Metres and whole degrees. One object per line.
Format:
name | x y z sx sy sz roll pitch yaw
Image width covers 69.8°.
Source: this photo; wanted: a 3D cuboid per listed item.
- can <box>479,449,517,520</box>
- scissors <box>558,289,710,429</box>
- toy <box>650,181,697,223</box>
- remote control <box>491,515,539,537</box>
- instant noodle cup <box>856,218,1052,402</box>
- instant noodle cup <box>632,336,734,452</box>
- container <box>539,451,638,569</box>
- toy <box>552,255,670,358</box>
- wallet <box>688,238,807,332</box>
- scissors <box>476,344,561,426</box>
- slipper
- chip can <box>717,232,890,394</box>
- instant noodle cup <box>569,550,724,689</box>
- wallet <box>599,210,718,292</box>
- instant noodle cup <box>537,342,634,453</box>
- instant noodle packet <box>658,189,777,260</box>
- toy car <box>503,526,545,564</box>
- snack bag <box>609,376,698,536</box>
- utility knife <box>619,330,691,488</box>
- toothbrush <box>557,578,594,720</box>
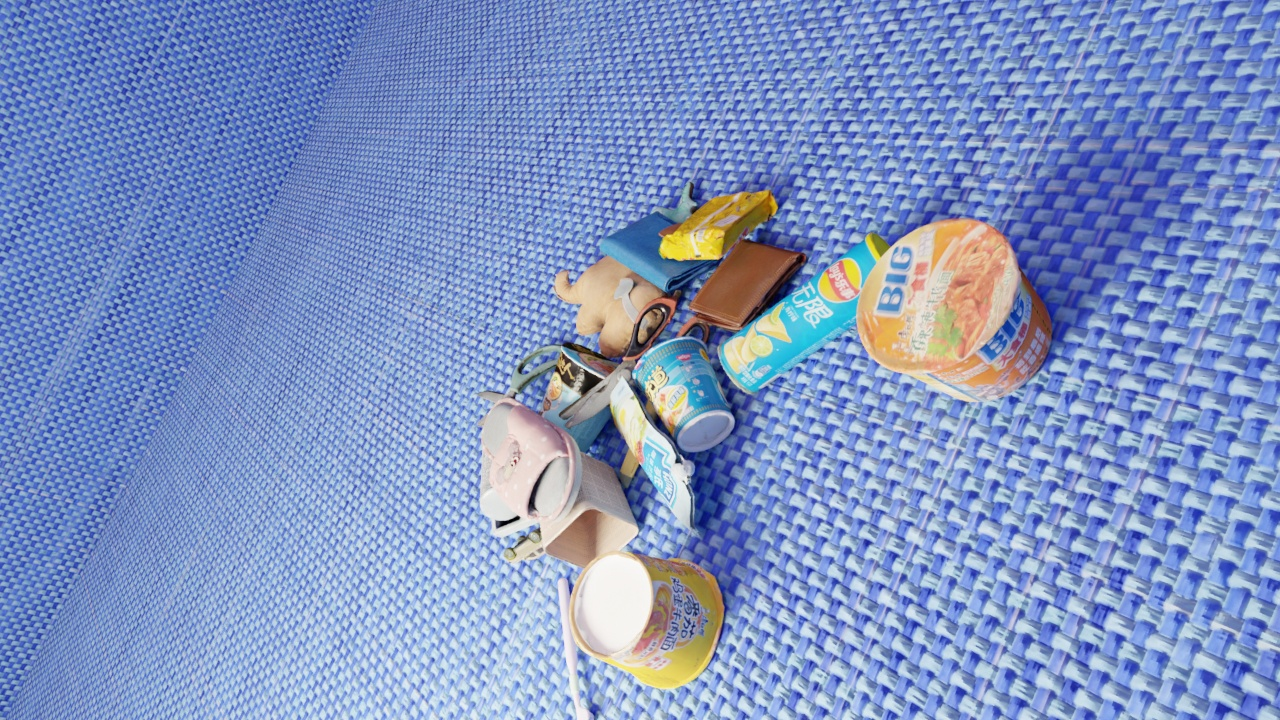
can | -0.190 0.153 1.264 0.058 0.058 0.146 -46 26 18
scissors | -0.016 -0.002 1.127 0.015 0.206 0.192 147 122 -85
toy | 0.046 -0.199 1.266 0.092 0.030 0.096 -7 65 41
remote control | -0.149 0.194 1.247 0.150 0.021 0.058 -27 49 34
instant noodle cup | 0.290 -0.037 0.829 0.152 0.111 0.151 -26 50 36
instant noodle cup | 0.055 0.044 1.063 0.099 0.099 0.109 -43 50 21
container | -0.070 0.178 1.119 0.090 0.090 0.110 -45 38 20
toy | -0.040 -0.092 1.256 0.143 0.082 0.226 -47 36 -2
wallet | 0.127 -0.089 1.092 0.124 0.032 0.101 -51 36 -12
scissors | -0.147 0.058 1.299 0.170 0.019 0.180 -39 54 -11
slipper | -0.149 0.114 1.135 0.274 0.054 0.114 35 101 57
chip can | 0.183 -0.047 0.987 0.211 0.071 0.071 -37 44 28
instant noodle cup | 0.000 0.263 0.957 0.138 0.109 0.137 -20 56 31
wallet | 0.028 -0.144 1.193 0.106 0.040 0.133 -31 48 -28
instant noodle cup | -0.080 0.055 1.196 0.120 0.111 0.111 -61 38 12
instant noodle packet | 0.097 -0.165 1.136 0.128 0.044 0.111 -40 26 -32
toy car | -0.140 0.239 1.193 0.091 0.042 0.035 -33 90 29
snack bag | 0.018 0.107 1.055 0.191 0.038 0.110 -127 31 -48
utility knife | 0.018 0.055 1.150 0.031 0.022 0.219 17 87 50
toothbrush | -0.079 0.339 1.084 0.189 0.021 0.029 -105 24 -43
